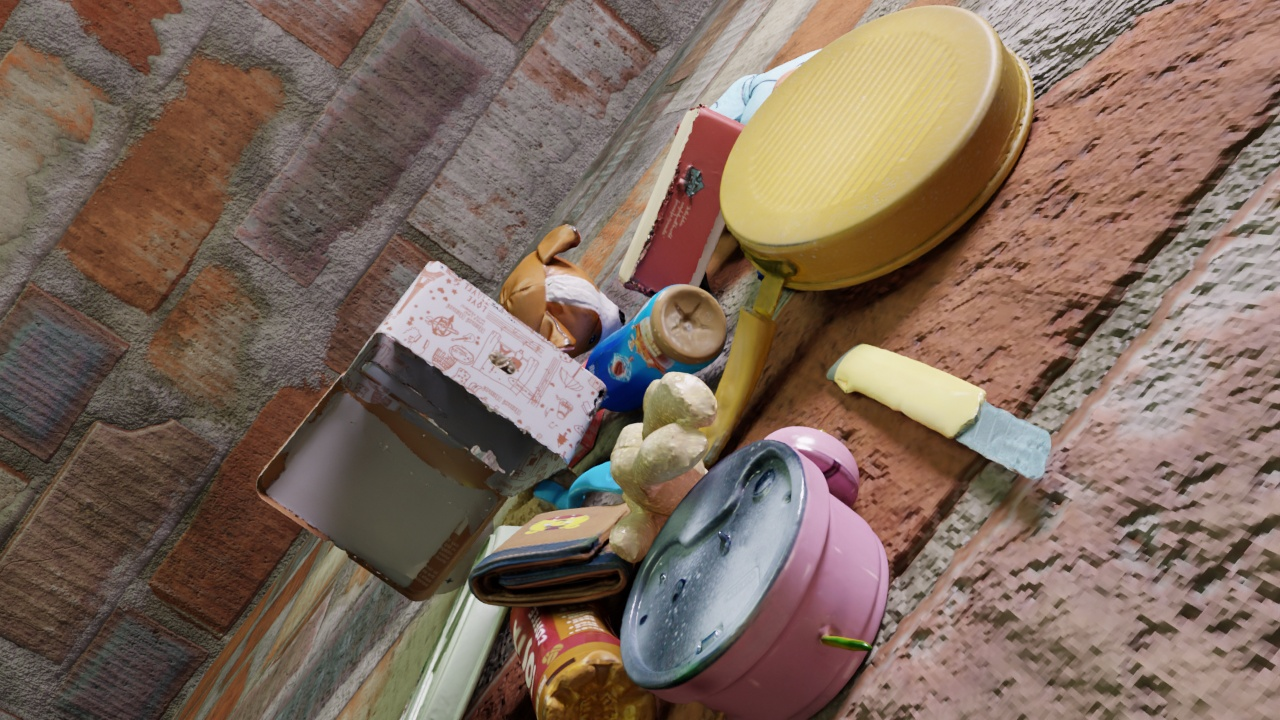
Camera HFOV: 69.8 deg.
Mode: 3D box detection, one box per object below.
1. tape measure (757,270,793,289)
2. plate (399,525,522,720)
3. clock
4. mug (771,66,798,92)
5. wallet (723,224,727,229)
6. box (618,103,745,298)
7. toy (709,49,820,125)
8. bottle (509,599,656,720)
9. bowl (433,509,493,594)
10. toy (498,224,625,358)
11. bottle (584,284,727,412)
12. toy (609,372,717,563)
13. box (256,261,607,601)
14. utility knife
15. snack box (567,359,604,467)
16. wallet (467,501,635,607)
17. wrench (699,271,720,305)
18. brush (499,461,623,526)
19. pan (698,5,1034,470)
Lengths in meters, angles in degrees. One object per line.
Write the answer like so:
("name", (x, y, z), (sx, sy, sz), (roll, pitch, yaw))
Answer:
("tape measure", (0.111, -0.075, 0.661), (0.054, 0.025, 0.058), (-52, 18, -2))
("plate", (-0.134, 0.218, 0.637), (0.230, 0.027, 0.230), (-63, 6, 12))
("clock", (0.050, 0.088, 0.407), (0.117, 0.060, 0.158), (-47, 17, 26))
("mug", (0.119, -0.157, 0.726), (0.105, 0.081, 0.115), (-63, 5, -28))
("wallet", (0.108, -0.167, 0.860), (0.106, 0.037, 0.130), (-53, 14, -3))
("box", (0.033, -0.136, 0.802), (0.091, 0.076, 0.168), (-119, 51, -77))
("toy", (0.126, -0.242, 0.853), (0.161, 0.050, 0.156), (-41, 35, -3))
("bottle", (-0.040, 0.162, 0.517), (0.057, 0.057, 0.175), (-54, 15, -5))
("bowl", (-0.173, 0.179, 0.869), (0.118, 0.064, 0.118), (-48, 16, 18))
("toy", (-0.080, -0.028, 0.824), (0.200, 0.130, 0.140), (118, 147, -64))
("bottle", (-0.004, 0.004, 0.747), (0.065, 0.065, 0.219), (-61, 11, -27))
("toy", (0.016, 0.056, 0.488), (0.157, 0.066, 0.105), (92, -176, -66))
("box", (-0.170, 0.059, 0.752), (0.271, 0.179, 0.134), (-46, 14, 25))
("utility knife", (0.126, 0.016, 0.417), (0.031, 0.021, 0.205), (-55, 8, 3))
("snack box", (-0.063, 0.051, 0.903), (0.075, 0.025, 0.152), (-45, 17, 31))
("wallet", (-0.041, 0.113, 0.549), (0.090, 0.033, 0.115), (-8, 3, 12))
("wrench", (0.055, -0.066, 0.833), (0.056, 0.016, 0.273), (-53, 13, 20))
("brush", (-0.054, 0.102, 0.701), (0.083, 0.046, 0.255), (-55, 8, -24))
("pan", (0.099, -0.061, 0.572), (0.357, 0.078, 0.198), (-52, 34, -3))
